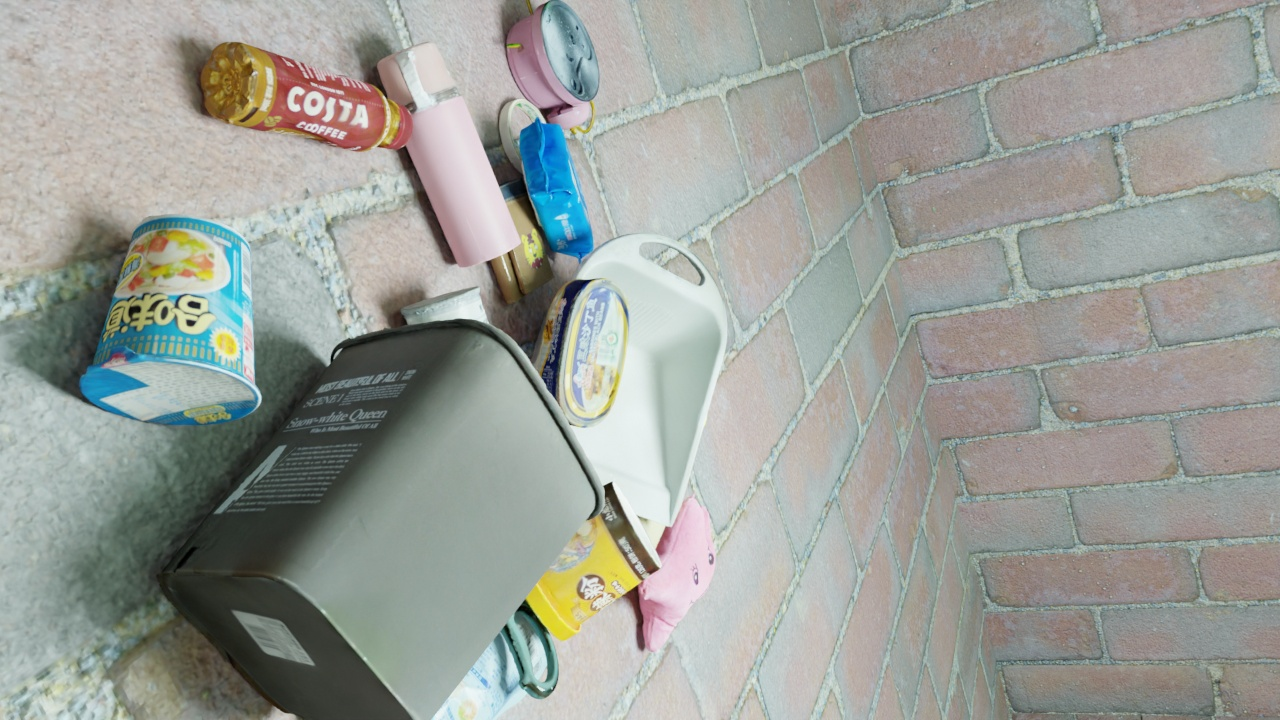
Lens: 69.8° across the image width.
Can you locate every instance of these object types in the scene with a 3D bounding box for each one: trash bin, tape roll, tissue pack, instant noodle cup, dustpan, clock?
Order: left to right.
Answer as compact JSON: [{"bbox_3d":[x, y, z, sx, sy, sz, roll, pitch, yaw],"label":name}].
[{"bbox_3d":[-0.285,-0.028,0.572,0.099,0.099,0.109,34,45,-53],"label":"instant noodle cup"},{"bbox_3d":[-0.174,0.114,0.631,0.199,0.199,0.219,63,39,-26],"label":"trash bin"},{"bbox_3d":[-0.126,-0.247,1.020,0.085,0.014,0.085,29,56,-55],"label":"tape roll"},{"bbox_3d":[-0.090,-0.177,0.982,0.157,0.052,0.094,71,6,-64],"label":"tissue pack"},{"bbox_3d":[-0.093,-0.335,1.066,0.158,0.060,0.117,50,39,-41],"label":"clock"},{"bbox_3d":[-0.052,0.181,0.855,0.118,0.114,0.118,60,-1,1],"label":"instant noodle cup"},{"bbox_3d":[-0.006,0.006,0.964,0.222,0.143,0.257,24,50,-29],"label":"dustpan"}]

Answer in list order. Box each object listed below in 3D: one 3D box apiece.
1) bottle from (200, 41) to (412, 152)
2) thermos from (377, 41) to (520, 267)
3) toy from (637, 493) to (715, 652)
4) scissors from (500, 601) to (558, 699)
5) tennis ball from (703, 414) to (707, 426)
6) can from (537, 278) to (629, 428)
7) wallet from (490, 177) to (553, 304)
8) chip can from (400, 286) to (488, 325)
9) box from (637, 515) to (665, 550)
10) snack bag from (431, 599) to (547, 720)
[{"bbox_3d":[-0.252,-0.200,0.721,0.174,0.058,0.057,-5,85,-62],"label":"bottle"},{"bbox_3d":[-0.175,-0.186,0.840,0.087,0.067,0.199,-121,-170,-70],"label":"thermos"},{"bbox_3d":[0.042,0.241,1.085,0.194,0.075,0.179,-29,129,-63],"label":"toy"},{"bbox_3d":[-0.147,0.227,0.765,0.170,0.019,0.178,57,36,6],"label":"scissors"},{"bbox_3d":[0.053,0.070,1.187,0.065,0.066,0.065,30,55,-55],"label":"tennis ball"},{"bbox_3d":[-0.055,-0.008,0.899,0.074,0.049,0.148,13,86,-30],"label":"can"},{"bbox_3d":[-0.132,-0.126,0.951,0.090,0.033,0.115,-46,125,-59],"label":"wallet"},{"bbox_3d":[-0.146,0.046,0.820,0.071,0.071,0.215,-36,113,-60],"label":"chip can"},{"bbox_3d":[-0.005,0.163,1.035,0.091,0.077,0.167,64,32,-26],"label":"box"},{"bbox_3d":[-0.143,0.281,0.780,0.190,0.039,0.110,-45,122,-54],"label":"snack bag"}]
